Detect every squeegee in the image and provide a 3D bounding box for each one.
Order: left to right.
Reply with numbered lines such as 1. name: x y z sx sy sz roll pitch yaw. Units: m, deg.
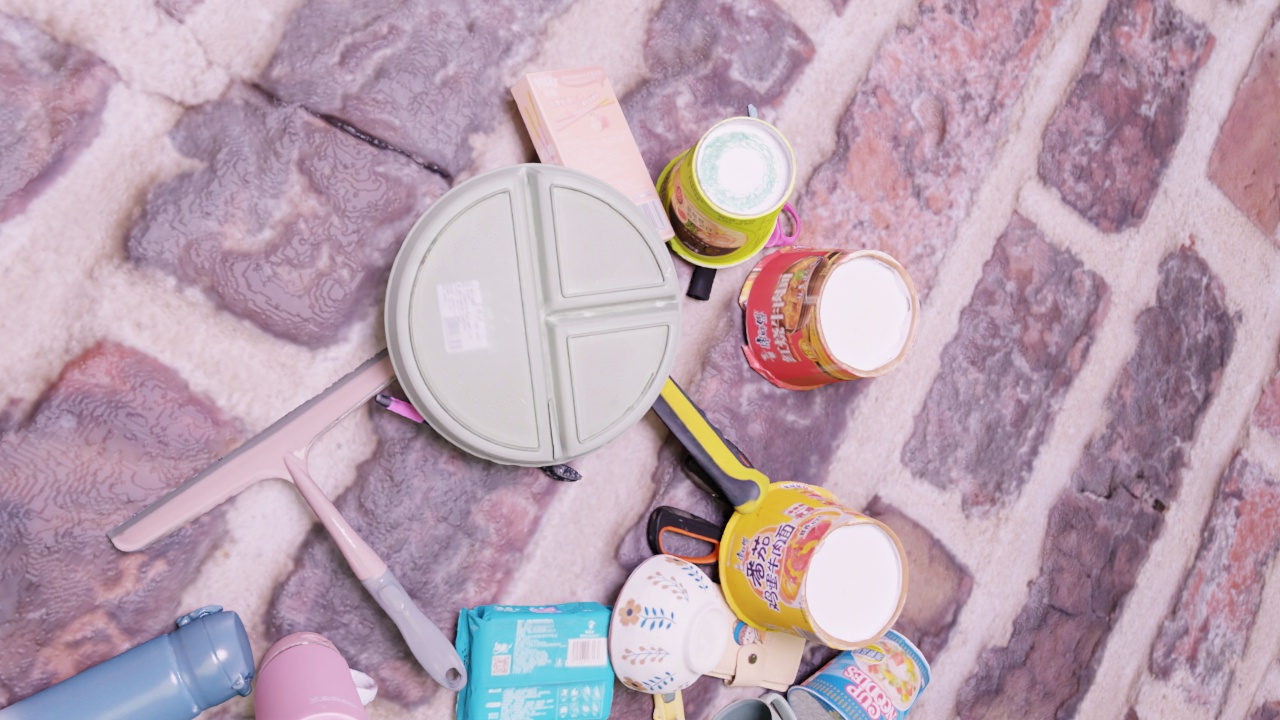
1. squeegee: -0.203 0.149 0.677 0.247 0.040 0.249 -38 98 -20

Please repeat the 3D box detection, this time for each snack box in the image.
1. snack box: -0.037 -0.159 0.744 0.084 0.026 0.157 -23 90 -41

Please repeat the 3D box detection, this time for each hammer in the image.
1. hammer: -0.004 0.004 0.758 0.323 0.032 0.125 50 59 -13

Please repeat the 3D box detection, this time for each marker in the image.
1. marker: 0.071 -0.117 0.822 0.022 0.020 0.132 23 82 -37

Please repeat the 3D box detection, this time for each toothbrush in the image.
1. toothbrush: -0.123 0.063 0.725 0.189 0.018 0.014 27 72 -31

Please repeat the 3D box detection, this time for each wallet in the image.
1. wallet: 0.099 0.256 0.837 0.115 0.024 0.087 18 84 -24

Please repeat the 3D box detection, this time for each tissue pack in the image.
1. tissue pack: -0.083 0.244 0.741 0.133 0.050 0.093 5 90 -23

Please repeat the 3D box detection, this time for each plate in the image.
1. plate: -0.073 -0.031 0.685 0.230 0.027 0.230 -2 96 -19

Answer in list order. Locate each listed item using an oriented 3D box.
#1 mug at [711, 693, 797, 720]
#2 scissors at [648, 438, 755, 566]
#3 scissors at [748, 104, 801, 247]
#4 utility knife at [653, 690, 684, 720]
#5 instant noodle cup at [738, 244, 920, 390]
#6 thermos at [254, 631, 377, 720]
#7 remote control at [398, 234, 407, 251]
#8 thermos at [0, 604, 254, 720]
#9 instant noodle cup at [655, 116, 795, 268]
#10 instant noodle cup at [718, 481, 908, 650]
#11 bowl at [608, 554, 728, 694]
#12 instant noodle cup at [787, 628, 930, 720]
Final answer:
1. mug: 0.117 0.359 0.821 0.106 0.082 0.111 52 40 -15
2. scissors: 0.102 0.168 0.840 0.189 0.022 0.229 -32 106 -16
3. scissors: 0.113 -0.169 0.842 0.056 0.017 0.133 -11 91 -15
4. utility knife: 0.016 0.262 0.808 0.030 0.018 0.166 -13 91 -29
5. instant noodle cup: 0.174 -0.040 0.819 0.137 0.109 0.138 0 90 -24
6. thermos: -0.209 0.234 0.605 0.087 0.199 0.067 21 80 -21
7. remote control: -0.129 -0.058 0.732 0.136 0.024 0.053 36 74 -20
8. thermos: -0.371 0.240 0.610 0.220 0.070 0.070 -25 100 -22
9. instant noodle cup: 0.072 -0.142 0.750 0.111 0.123 0.111 0 85 -5
10. instant noodle cup: 0.152 0.179 0.788 0.137 0.110 0.138 0 91 -26
11. bowl: 0.033 0.222 0.757 0.113 0.062 0.113 -9 102 -52
12. instant noodle cup: 0.208 0.307 0.852 0.109 0.099 0.099 -35 104 -27
